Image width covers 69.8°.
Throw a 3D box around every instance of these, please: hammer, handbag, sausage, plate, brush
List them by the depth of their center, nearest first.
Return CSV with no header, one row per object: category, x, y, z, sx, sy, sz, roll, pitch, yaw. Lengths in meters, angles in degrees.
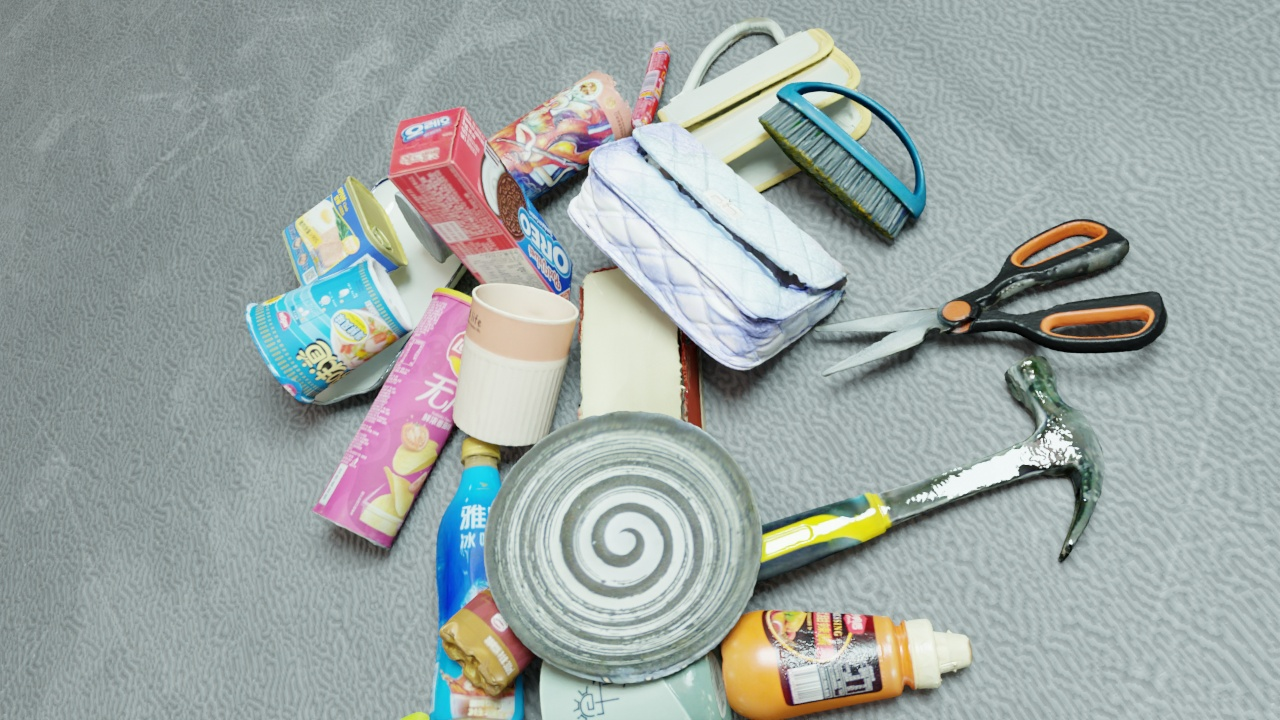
plate,-0.011,0.116,0.590,0.179,0.024,0.179,-3,59,6
hammer,0.138,0.106,0.595,0.323,0.032,0.126,-20,59,3
handbag,0.052,-0.090,0.675,0.194,0.133,0.076,44,130,14
brush,0.161,-0.161,0.697,0.144,0.055,0.073,43,101,3
handbag,0.092,-0.235,0.798,0.163,0.063,0.178,-27,54,6
sausage,0.011,-0.252,0.838,0.020,0.020,0.155,-6,45,20
plate,-0.238,-0.072,0.865,0.162,0.034,0.265,24,76,31

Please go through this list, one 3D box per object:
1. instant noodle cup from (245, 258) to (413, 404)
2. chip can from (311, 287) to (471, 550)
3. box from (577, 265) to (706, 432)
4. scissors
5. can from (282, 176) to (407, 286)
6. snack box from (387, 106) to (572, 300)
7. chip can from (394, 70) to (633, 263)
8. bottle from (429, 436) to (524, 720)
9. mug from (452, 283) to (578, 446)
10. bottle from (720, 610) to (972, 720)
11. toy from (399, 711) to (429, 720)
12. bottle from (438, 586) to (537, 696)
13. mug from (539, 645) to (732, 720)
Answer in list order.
instant noodle cup,-0.257,-0.030,0.780,0.110,0.099,0.099,-28,57,-3
chip can,-0.188,0.047,0.762,0.071,0.071,0.210,17,73,29
box,-0.004,0.004,0.701,0.091,0.077,0.168,-11,60,16
scissors,0.241,-0.040,0.643,0.227,0.022,0.197,11,54,35
can,-0.272,-0.105,0.841,0.083,0.057,0.102,-35,56,6
snack box,-0.120,-0.107,0.730,0.058,0.207,0.057,-8,59,18
chip can,-0.107,-0.174,0.813,0.214,0.071,0.071,-36,55,-15
bottle,-0.119,0.160,0.678,0.065,0.065,0.218,-14,59,16
mug,-0.097,-0.002,0.728,0.082,0.114,0.106,16,109,4
bottle,0.127,0.184,0.567,0.149,0.067,0.066,-8,61,11
toy,-0.172,0.293,0.651,0.097,0.031,0.100,22,75,32
bottle,-0.054,0.147,0.629,0.057,0.058,0.174,28,52,32
mug,0.001,0.227,0.577,0.106,0.082,0.111,-13,56,9
